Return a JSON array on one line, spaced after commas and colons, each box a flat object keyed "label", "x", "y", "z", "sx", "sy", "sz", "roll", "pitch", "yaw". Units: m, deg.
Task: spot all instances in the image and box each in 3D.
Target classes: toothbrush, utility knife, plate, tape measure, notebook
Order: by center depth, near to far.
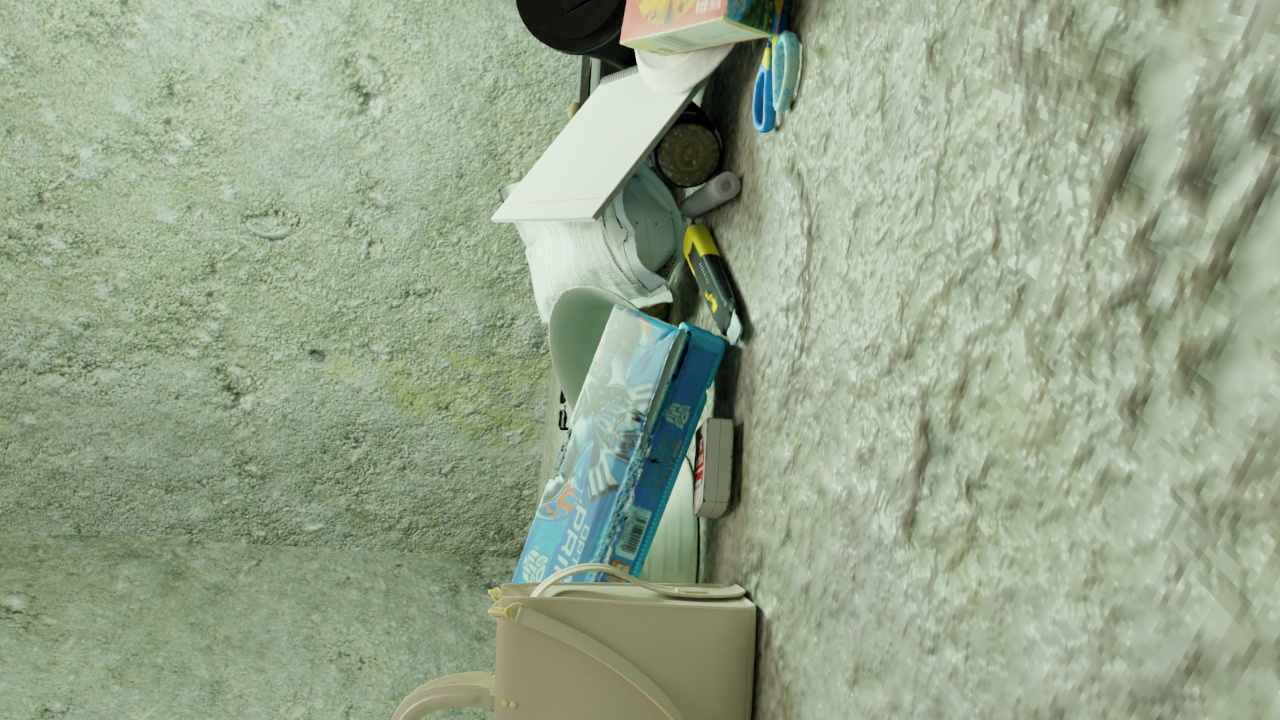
[{"label": "tape measure", "x": 0.048, "y": 0.070, "z": 0.597, "sx": 0.060, "sy": 0.020, "sz": 0.062, "roll": 106, "pitch": 168, "yaw": -77}, {"label": "plate", "x": 0.038, "y": -0.268, "z": 0.651, "sx": 0.157, "sy": 0.014, "sz": 0.156, "roll": -24, "pitch": 59, "yaw": 50}, {"label": "utility knife", "x": 0.052, "y": -0.056, "z": 0.654, "sx": 0.187, "sy": 0.020, "sz": 0.029, "roll": -103, "pitch": 18, "yaw": -62}, {"label": "toothbrush", "x": 0.046, "y": -0.124, "z": 0.722, "sx": 0.018, "sy": 0.019, "sz": 0.188, "roll": 51, "pitch": 175, "yaw": -7}, {"label": "notebook", "x": -0.031, "y": -0.183, "z": 0.755, "sx": 0.177, "sy": 0.013, "sz": 0.246, "roll": -53, "pitch": 25, "yaw": -10}]

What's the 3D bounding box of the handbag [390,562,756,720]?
[{"label": "handbag", "x": -0.043, "y": 0.214, "z": 0.520, "sx": 0.101, "sy": 0.197, "sz": 0.194, "roll": 155, "pitch": 119, "yaw": -81}]

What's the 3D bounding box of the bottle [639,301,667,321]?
[{"label": "bottle", "x": -0.022, "y": 0.007, "z": 0.950, "sx": 0.210, "sy": 0.068, "sz": 0.068, "roll": 103, "pitch": 168, "yaw": -46}]

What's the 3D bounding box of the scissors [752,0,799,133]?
[{"label": "scissors", "x": 0.081, "y": -0.201, "z": 0.559, "sx": 0.070, "sy": 0.022, "sz": 0.130, "roll": 121, "pitch": 148, "yaw": -72}]

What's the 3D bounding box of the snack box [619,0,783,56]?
[{"label": "snack box", "x": 0.045, "y": -0.271, "z": 0.570, "sx": 0.143, "sy": 0.040, "sz": 0.145, "roll": 25, "pitch": 106, "yaw": 62}]

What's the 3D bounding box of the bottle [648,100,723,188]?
[{"label": "bottle", "x": 0.029, "y": -0.186, "z": 0.752, "sx": 0.160, "sy": 0.056, "sz": 0.056, "roll": -101, "pitch": 18, "yaw": -64}]

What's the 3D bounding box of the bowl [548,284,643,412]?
[{"label": "bowl", "x": -0.005, "y": 0.005, "z": 0.806, "sx": 0.174, "sy": 0.067, "sz": 0.174, "roll": 31, "pitch": 132, "yaw": 40}]

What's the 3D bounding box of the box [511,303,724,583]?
[{"label": "box", "x": -0.023, "y": 0.084, "z": 0.642, "sx": 0.091, "sy": 0.085, "sz": 0.243, "roll": -90, "pitch": 21, "yaw": -85}]

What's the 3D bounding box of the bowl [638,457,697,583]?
[{"label": "bowl", "x": 0.000, "y": 0.161, "z": 0.747, "sx": 0.177, "sy": 0.058, "sz": 0.176, "roll": -177, "pitch": 91, "yaw": -82}]

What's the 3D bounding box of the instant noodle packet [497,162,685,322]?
[{"label": "instant noodle packet", "x": -0.055, "y": -0.110, "z": 0.850, "sx": 0.270, "sy": 0.057, "sz": 0.147, "roll": 1, "pitch": 107, "yaw": 61}]

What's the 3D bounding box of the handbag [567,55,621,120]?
[{"label": "handbag", "x": -0.037, "y": -0.290, "z": 1.101, "sx": 0.200, "sy": 0.102, "sz": 0.197, "roll": 120, "pitch": 154, "yaw": -71}]

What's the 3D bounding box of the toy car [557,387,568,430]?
[{"label": "toy car", "x": -0.037, "y": -0.010, "z": 1.063, "sx": 0.071, "sy": 0.094, "sz": 0.191, "roll": 5, "pitch": 90, "yaw": 61}]

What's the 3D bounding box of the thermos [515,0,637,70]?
[{"label": "thermos", "x": -0.022, "y": -0.310, "z": 0.823, "sx": 0.218, "sy": 0.106, "sz": 0.106, "roll": -16, "pitch": -67, "yaw": -71}]

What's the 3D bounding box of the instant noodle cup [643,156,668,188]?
[{"label": "instant noodle cup", "x": -0.019, "y": -0.196, "z": 0.926, "sx": 0.137, "sy": 0.122, "sz": 0.122, "roll": 82, "pitch": -158, "yaw": -86}]
